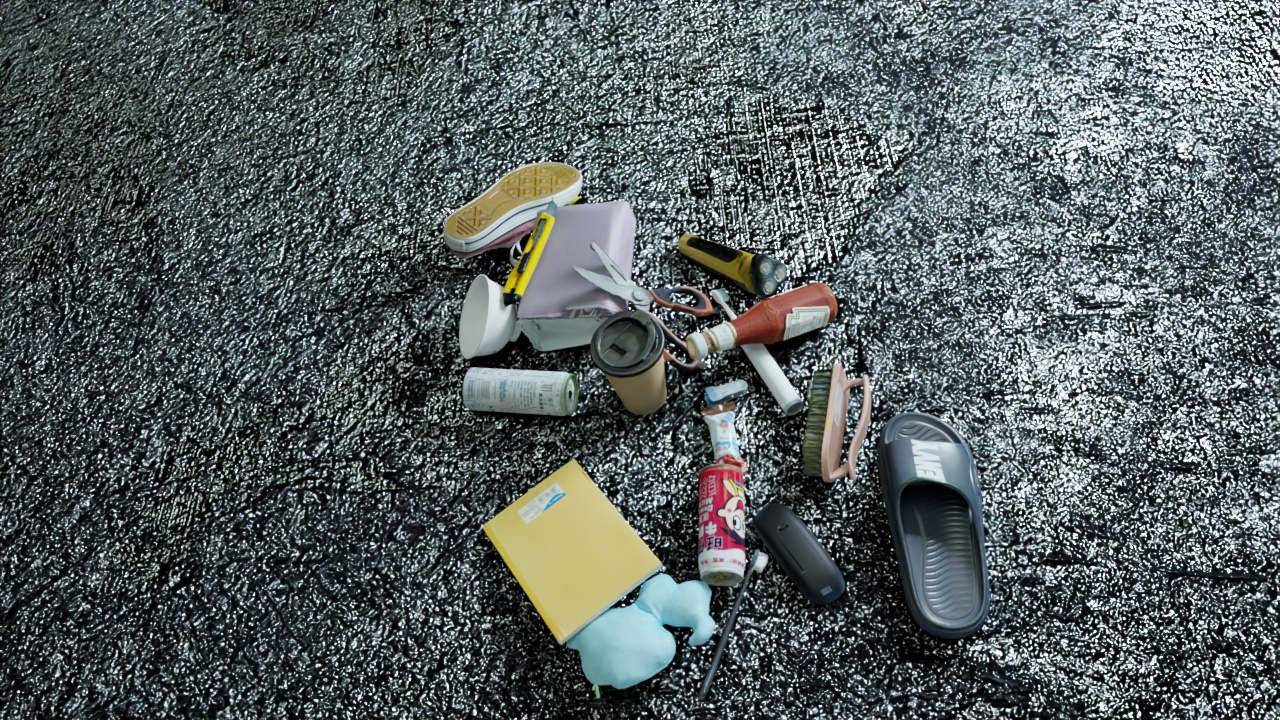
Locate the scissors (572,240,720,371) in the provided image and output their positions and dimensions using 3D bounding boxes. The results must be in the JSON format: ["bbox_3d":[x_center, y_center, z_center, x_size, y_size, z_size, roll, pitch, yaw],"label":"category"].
[{"bbox_3d":[0.015,-0.073,1.217,0.224,0.015,0.188,-3,71,-28],"label":"scissors"}]

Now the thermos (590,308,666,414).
[{"bbox_3d":[-0.007,0.007,1.157,0.093,0.143,0.092,-6,57,9],"label":"thermos"}]

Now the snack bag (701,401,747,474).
[{"bbox_3d":[0.105,0.099,1.144,0.045,0.026,0.105,-13,54,7],"label":"snack bag"}]

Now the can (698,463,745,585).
[{"bbox_3d":[0.095,0.191,1.070,0.053,0.053,0.132,-3,57,10],"label":"can"}]

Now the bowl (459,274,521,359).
[{"bbox_3d":[-0.203,-0.055,1.279,0.064,0.119,0.118,10,50,-29],"label":"bowl"}]

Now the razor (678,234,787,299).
[{"bbox_3d":[0.123,-0.139,1.276,0.167,0.068,0.062,28,66,33],"label":"razor"}]

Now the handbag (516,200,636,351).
[{"bbox_3d":[-0.082,-0.119,1.279,0.145,0.098,0.196,-8,57,21],"label":"handbag"}]

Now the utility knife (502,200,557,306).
[{"bbox_3d":[-0.151,-0.151,1.259,0.033,0.015,0.177,5,63,31],"label":"utility knife"}]

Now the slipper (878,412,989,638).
[{"bbox_3d":[0.333,0.167,1.020,0.111,0.083,0.267,-4,58,7],"label":"slipper"}]

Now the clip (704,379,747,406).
[{"bbox_3d":[0.112,0.041,1.185,0.058,0.044,0.027,-16,52,-9],"label":"clip"}]

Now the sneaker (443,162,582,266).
[{"bbox_3d":[-0.188,-0.214,1.374,0.240,0.088,0.118,-37,63,-27],"label":"sneaker"}]

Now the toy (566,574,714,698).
[{"bbox_3d":[-0.001,0.304,1.018,0.162,0.050,0.155,6,48,28],"label":"toy"}]

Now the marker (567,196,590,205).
[{"bbox_3d":[-0.088,-0.239,1.410,0.124,0.015,0.018,29,73,25],"label":"marker"}]

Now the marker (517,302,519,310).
[{"bbox_3d":[-0.158,-0.100,1.306,0.015,0.018,0.123,-9,31,13],"label":"marker"}]

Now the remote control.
[{"bbox_3d":[0.181,0.218,1.052,0.053,0.024,0.136,-33,57,-9],"label":"remote control"}]

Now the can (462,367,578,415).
[{"bbox_3d":[-0.160,0.041,1.219,0.147,0.058,0.058,3,58,13],"label":"can"}]

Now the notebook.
[{"bbox_3d":[-0.086,0.220,1.093,0.145,0.010,0.206,-36,46,-11],"label":"notebook"}]

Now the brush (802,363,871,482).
[{"bbox_3d":[0.237,0.079,1.106,0.073,0.063,0.145,0,58,24],"label":"brush"}]

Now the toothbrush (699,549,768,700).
[{"bbox_3d":[0.104,0.294,1.026,0.018,0.016,0.180,22,63,14],"label":"toothbrush"}]

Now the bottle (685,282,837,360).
[{"bbox_3d":[0.155,-0.047,1.181,0.205,0.060,0.059,-19,54,-19],"label":"bottle"}]

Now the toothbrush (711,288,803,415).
[{"bbox_3d":[0.149,-0.018,1.211,0.026,0.027,0.221,-13,52,-23],"label":"toothbrush"}]
